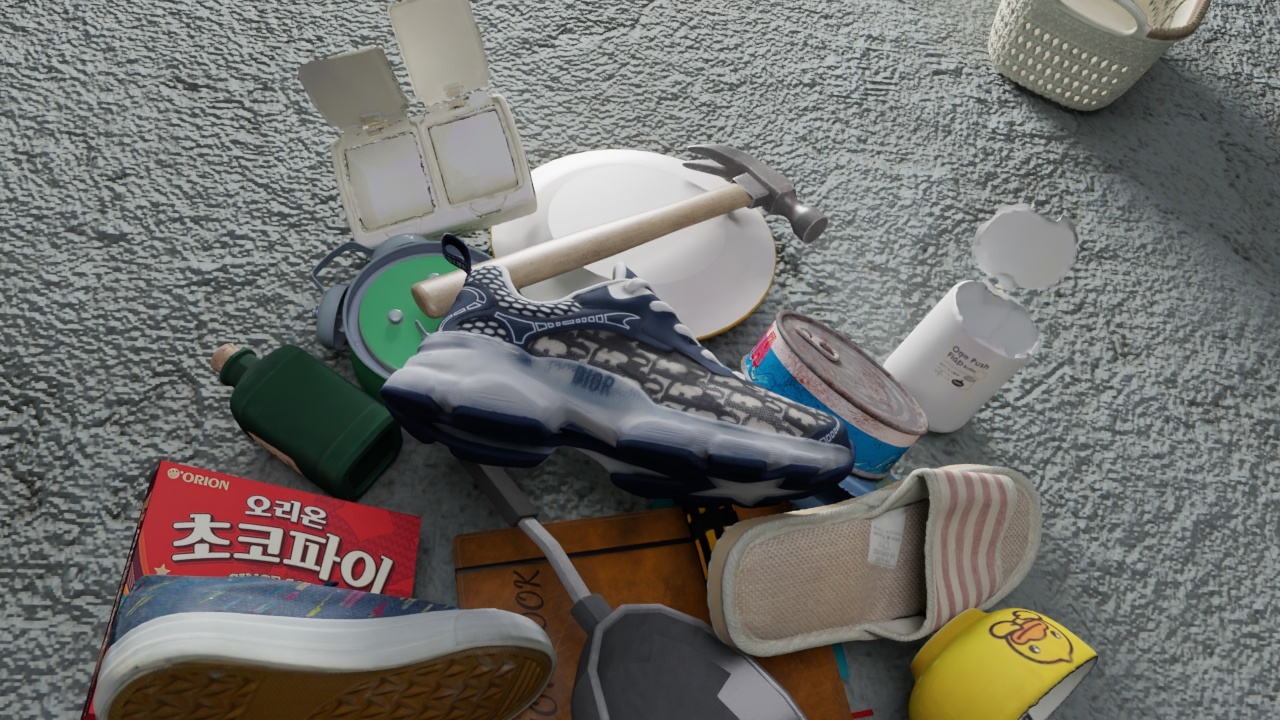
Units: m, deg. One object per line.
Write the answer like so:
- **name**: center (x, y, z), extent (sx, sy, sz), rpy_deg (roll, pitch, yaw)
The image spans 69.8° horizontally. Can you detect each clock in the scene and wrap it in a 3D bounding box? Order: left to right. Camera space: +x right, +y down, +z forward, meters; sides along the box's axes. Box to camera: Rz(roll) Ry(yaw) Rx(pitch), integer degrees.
- **clock**: center (-0.159, -0.032, 0.647), extent (0.161, 0.075, 0.121), rpy_deg (34, 59, 10)

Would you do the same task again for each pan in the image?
- **pan**: center (-0.022, 0.152, 0.522), extent (0.357, 0.041, 0.178), rpy_deg (46, 18, 24)

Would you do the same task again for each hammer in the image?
- **hammer**: center (-0.013, -0.090, 0.675), extent (0.330, 0.031, 0.119), rpy_deg (-25, 59, -30)
- **hammer**: center (0.023, 0.035, 0.652), extent (0.123, 0.036, 0.320), rpy_deg (-6, 53, -14)

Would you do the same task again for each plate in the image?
- **plate**: center (-0.003, -0.102, 0.729), extent (0.230, 0.021, 0.229), rpy_deg (4, 49, -5)

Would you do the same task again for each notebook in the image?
- **notebook**: center (0.011, 0.167, 0.592), extent (0.249, 0.014, 0.178), rpy_deg (-5, 60, -13)

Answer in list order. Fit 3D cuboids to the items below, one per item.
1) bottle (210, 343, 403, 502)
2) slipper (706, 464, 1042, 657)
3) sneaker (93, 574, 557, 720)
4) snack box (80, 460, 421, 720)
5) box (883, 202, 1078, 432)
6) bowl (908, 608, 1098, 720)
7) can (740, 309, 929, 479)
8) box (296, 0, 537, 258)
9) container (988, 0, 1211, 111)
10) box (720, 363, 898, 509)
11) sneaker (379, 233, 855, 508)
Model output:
- **bottle**: center (-0.227, 0.031, 0.605), extent (0.131, 0.061, 0.061), rpy_deg (32, 61, 10)
- **slipper**: center (0.162, 0.122, 0.571), extent (0.262, 0.052, 0.115), rpy_deg (-6, 96, -27)
- **sneaker**: center (-0.157, 0.155, 0.486), extent (0.235, 0.087, 0.079), rpy_deg (13, 22, -37)
- **snack box**: center (-0.210, 0.141, 0.519), extent (0.152, 0.036, 0.132), rpy_deg (19, 53, -29)
- **box**: center (0.249, -0.030, 0.674), extent (0.084, 0.163, 0.111), rpy_deg (34, 47, 4)
- **bowl**: center (0.208, 0.195, 0.556), extent (0.117, 0.117, 0.067), rpy_deg (-26, 52, -23)
- **can**: center (0.136, 0.022, 0.644), extent (0.130, 0.044, 0.129), rpy_deg (30, 22, -14)
- **box**: center (-0.168, -0.175, 0.682), extent (0.145, 0.095, 0.185), rpy_deg (-19, 104, -3)
- **container**: center (0.461, -0.374, 0.928), extent (0.184, 0.143, 0.245), rpy_deg (31, 59, 9)
- **box**: center (0.100, 0.049, 0.621), extent (0.209, 0.049, 0.066), rpy_deg (35, 39, -11)
- **sneaker**: center (-0.003, 0.003, 0.537), extent (0.269, 0.103, 0.132), rpy_deg (12, 65, -2)
